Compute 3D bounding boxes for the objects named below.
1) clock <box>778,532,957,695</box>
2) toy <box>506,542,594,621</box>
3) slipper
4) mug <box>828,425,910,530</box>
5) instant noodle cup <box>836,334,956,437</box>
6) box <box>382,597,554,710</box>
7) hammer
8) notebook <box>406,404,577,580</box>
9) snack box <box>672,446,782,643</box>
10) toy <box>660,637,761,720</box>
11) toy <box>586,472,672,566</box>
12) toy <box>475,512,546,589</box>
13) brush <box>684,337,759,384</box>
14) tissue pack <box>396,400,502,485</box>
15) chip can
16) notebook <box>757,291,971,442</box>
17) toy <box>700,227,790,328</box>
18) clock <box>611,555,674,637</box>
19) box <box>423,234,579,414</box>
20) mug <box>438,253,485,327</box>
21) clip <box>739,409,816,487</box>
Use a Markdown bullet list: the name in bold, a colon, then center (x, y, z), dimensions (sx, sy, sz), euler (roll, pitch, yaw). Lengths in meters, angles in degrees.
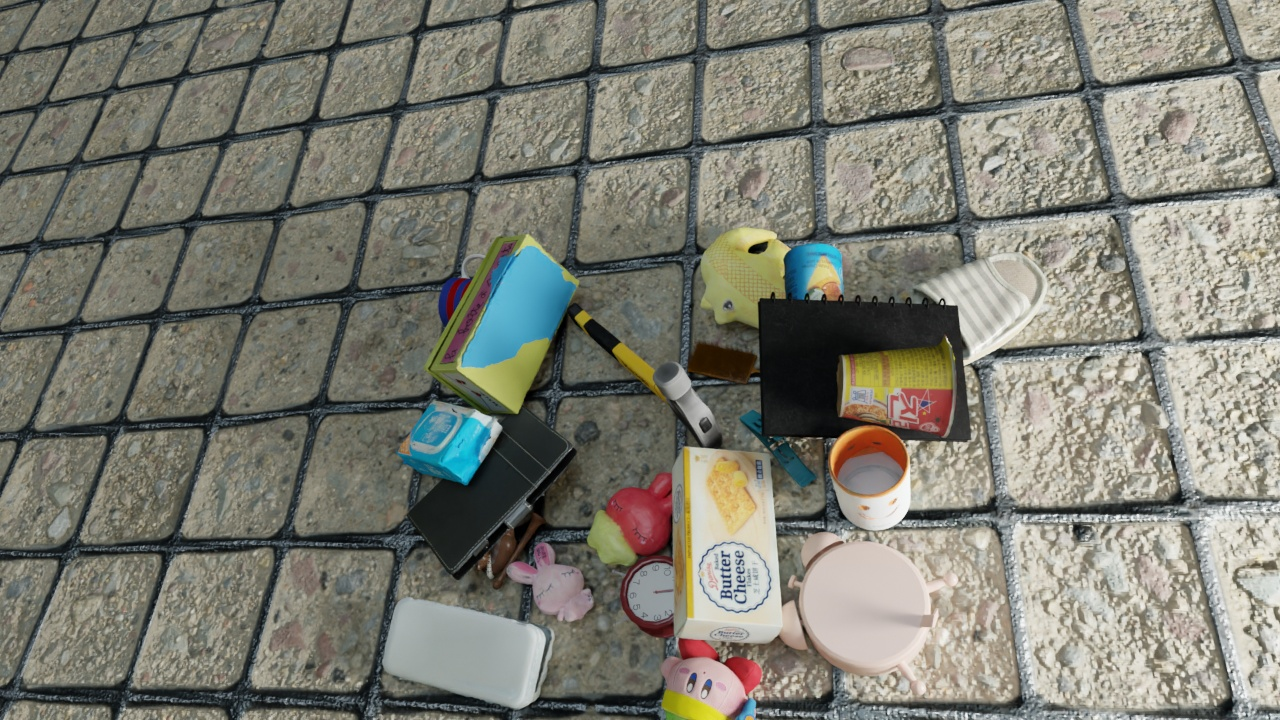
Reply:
- **clock**: center (0.229, 0.252, 0.950), dimensions (0.161, 0.086, 0.130), euler (12, 65, 31)
- **toy**: center (-0.104, 0.259, 1.073), dimensions (0.110, 0.047, 0.063), euler (32, 66, 34)
- **slipper**: center (0.361, -0.041, 1.096), dimensions (0.272, 0.054, 0.114), euler (-35, 62, -2)
- **mug**: center (0.250, 0.129, 0.997), dimensions (0.082, 0.105, 0.082), euler (-8, 59, 13)
- **instant noodle cup**: center (0.268, 0.031, 0.975), dimensions (0.112, 0.100, 0.100), euler (1, 60, 6)
- **box**: center (-0.205, 0.333, 1.061), dimensions (0.214, 0.063, 0.118), euler (7, 65, 21)
- **hammer**: center (-0.007, 0.007, 1.155), dimensions (0.034, 0.170, 0.324), euler (-41, 42, -8)
- **notebook**: center (-0.186, 0.157, 1.145), dimensions (0.209, 0.029, 0.169), euler (-48, 37, -8)
- **snack box**: center (0.091, 0.199, 1.006), dimensions (0.104, 0.058, 0.207), euler (6, 54, -7)
- **toy**: center (0.067, 0.366, 0.945), dimensions (0.124, 0.097, 0.131), euler (20, 50, 21)
- **toy**: center (0.000, 0.186, 1.082), dimensions (0.135, 0.045, 0.091), euler (-36, 59, -2)
- **toy**: center (-0.164, 0.224, 1.117), dimensions (0.055, 0.041, 0.101), euler (28, 77, 16)
- **brush**: center (0.122, 0.005, 1.166), dimensions (0.126, 0.017, 0.048), euler (13, 65, 24)
- **tissue pack**: center (-0.246, 0.103, 1.182), dimensions (0.145, 0.062, 0.092), euler (6, 56, 45)
- **chip can**: center (0.209, -0.022, 1.097), dimensions (0.080, 0.080, 0.229), euler (-4, 69, 16)
- **notebook**: center (0.250, 0.005, 1.035), dimensions (0.231, 0.019, 0.169), euler (2, 72, -3)
- **toy**: center (0.150, -0.102, 1.197), dimensions (0.154, 0.065, 0.170), euler (-34, 63, -17)
- **clock**: center (0.032, 0.262, 1.027), dimensions (0.125, 0.044, 0.087), euler (-10, 58, 14)
- **box**: center (-0.180, -0.049, 1.229), dimensions (0.079, 0.124, 0.220), euler (-2, 58, 43)
- **mug**: center (-0.230, -0.095, 1.300), dimensions (0.076, 0.075, 0.112), euler (7, 83, 22)
- **clip**: center (0.166, 0.103, 1.074), dimensions (0.033, 0.120, 0.118), euler (-40, 89, -7)
